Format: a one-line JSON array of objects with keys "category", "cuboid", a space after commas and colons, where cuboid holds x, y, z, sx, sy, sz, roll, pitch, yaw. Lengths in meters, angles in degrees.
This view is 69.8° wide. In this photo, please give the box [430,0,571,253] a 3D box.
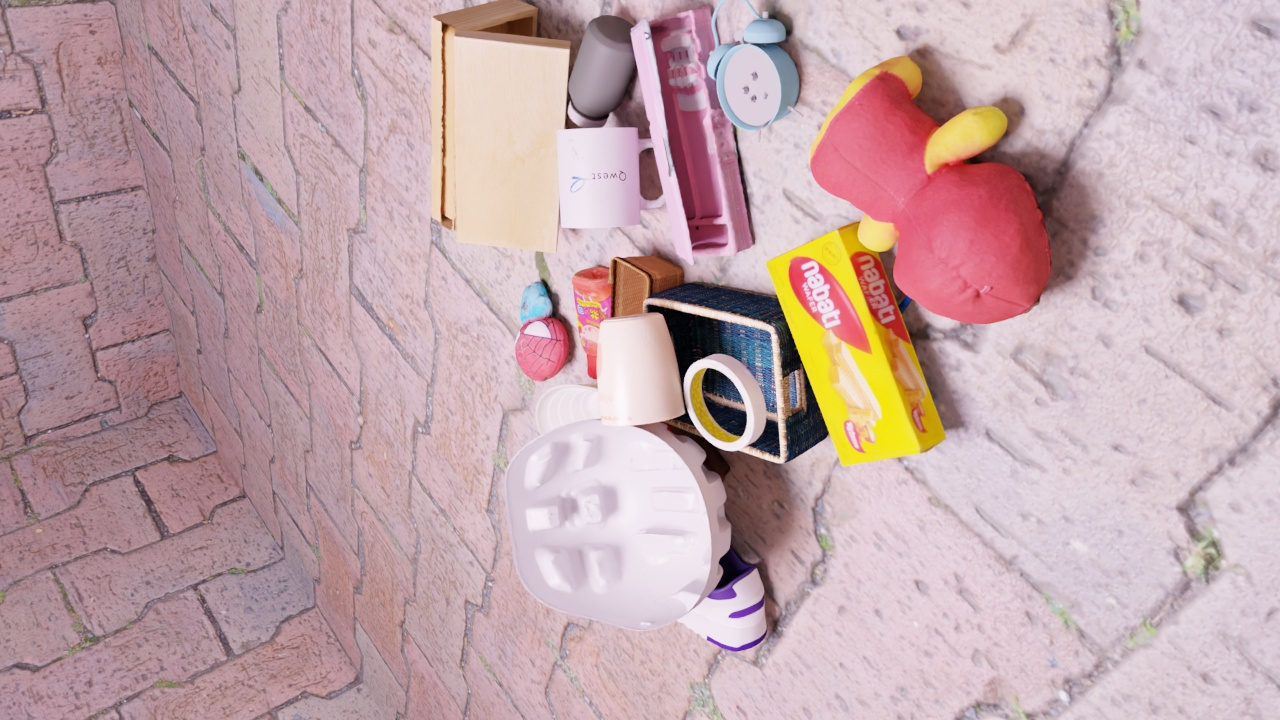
[{"category": "box", "cuboid": [-0.165, -0.261, 1.048, 0.179, 0.141, 0.249, 48, 143, 39]}]

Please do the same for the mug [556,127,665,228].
[{"category": "mug", "cuboid": [-0.024, -0.189, 0.944, 0.083, 0.119, 0.096, -104, 12, -77]}]

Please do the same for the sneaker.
[{"category": "sneaker", "cuboid": [0.050, 0.244, 1.107, 0.244, 0.091, 0.111, 23, 125, 40]}]

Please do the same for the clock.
[{"category": "clock", "cuboid": [0.095, -0.259, 0.805, 0.088, 0.041, 0.123, -19, 95, 54]}]

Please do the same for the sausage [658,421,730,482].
[{"category": "sausage", "cuboid": [0.046, 0.080, 1.058, 0.155, 0.040, 0.040, 52, 142, 19]}]

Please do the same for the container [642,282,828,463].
[{"category": "container", "cuboid": [0.095, 0.006, 0.926, 0.188, 0.071, 0.145, 17, 122, 47]}]

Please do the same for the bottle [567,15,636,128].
[{"category": "bottle", "cuboid": [-0.040, -0.294, 0.943, 0.060, 0.060, 0.109, 52, 142, 20]}]

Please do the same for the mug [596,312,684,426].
[{"category": "mug", "cuboid": [-0.006, 0.005, 0.935, 0.111, 0.085, 0.104, -147, 50, -79]}]

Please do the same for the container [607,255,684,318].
[{"category": "container", "cuboid": [0.006, -0.062, 1.011, 0.063, 0.061, 0.114, 33, 133, 38]}]

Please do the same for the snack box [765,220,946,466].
[{"category": "snack box", "cuboid": [0.185, -0.012, 0.796, 0.092, 0.042, 0.200, -20, 90, 55]}]

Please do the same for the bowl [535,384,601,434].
[{"category": "bowl", "cuboid": [-0.038, 0.078, 1.123, 0.177, 0.057, 0.177, 18, 138, 17]}]

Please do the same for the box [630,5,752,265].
[{"category": "box", "cuboid": [0.032, -0.208, 0.882, 0.099, 0.080, 0.233, 8, 115, 49]}]

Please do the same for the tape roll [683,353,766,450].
[{"category": "tape roll", "cuboid": [0.080, 0.040, 0.884, 0.094, 0.019, 0.094, 29, 130, 41]}]

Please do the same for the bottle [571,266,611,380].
[{"category": "bottle", "cuboid": [-0.046, -0.041, 1.102, 0.071, 0.048, 0.134, 19, 124, 44]}]

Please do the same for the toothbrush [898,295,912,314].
[{"category": "toothbrush", "cuboid": [0.213, -0.016, 0.811, 0.017, 0.016, 0.190, 45, 140, 17]}]

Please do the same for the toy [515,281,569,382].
[{"category": "toy", "cuboid": [-0.134, -0.038, 1.210, 0.092, 0.062, 0.133, -15, 85, 47]}]

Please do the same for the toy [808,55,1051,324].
[{"category": "toy", "cuboid": [0.216, -0.117, 0.688, 0.216, 0.098, 0.148, 56, 151, 22]}]

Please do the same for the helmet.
[{"category": "helmet", "cuboid": [-0.015, 0.167, 0.991, 0.283, 0.183, 0.224, -17, 89, 57]}]
